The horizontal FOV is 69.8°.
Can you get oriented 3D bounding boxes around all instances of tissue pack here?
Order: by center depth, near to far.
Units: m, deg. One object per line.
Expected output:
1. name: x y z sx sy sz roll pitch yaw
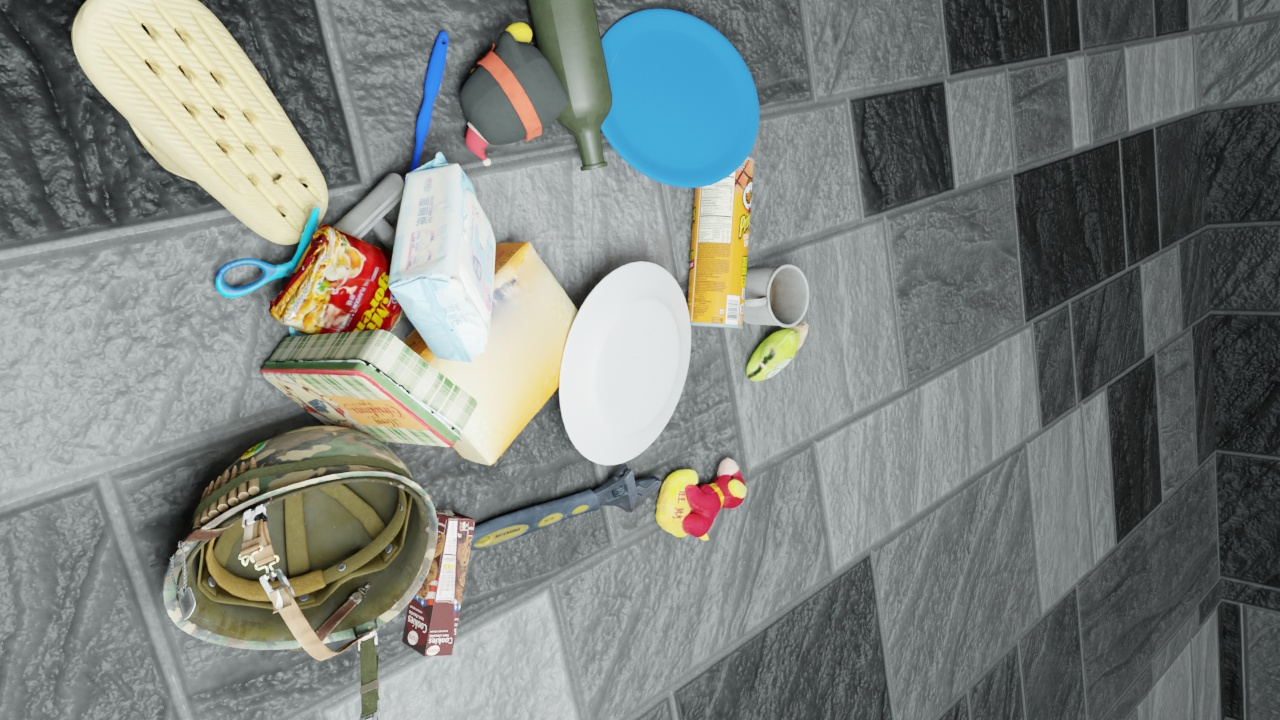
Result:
1. tissue pack: -0.182 -0.100 0.875 0.112 0.070 0.181 68 16 -52

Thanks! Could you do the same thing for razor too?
1. razor: -0.242 -0.112 0.913 0.088 0.047 0.116 -52 131 -25

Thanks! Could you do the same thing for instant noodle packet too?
1. instant noodle packet: -0.270 -0.063 0.848 0.098 0.040 0.135 -60 148 2

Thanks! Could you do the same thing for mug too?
1. mug: 0.166 -0.086 1.238 0.113 0.071 0.084 -12 101 -39

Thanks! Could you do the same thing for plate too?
1. plate: -0.006 0.006 1.070 0.241 0.016 0.243 -22 119 -48
2. plate: 0.041 -0.315 1.113 0.224 0.024 0.224 4 80 -22

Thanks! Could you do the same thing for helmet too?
1. helmet: -0.284 0.168 0.776 0.224 0.236 0.193 -36 131 -16

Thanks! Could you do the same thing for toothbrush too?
1. toothbrush: -0.221 -0.250 0.936 0.016 0.018 0.182 17 80 -40

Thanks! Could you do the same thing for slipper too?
1. slipper: -0.367 -0.204 0.777 0.111 0.079 0.261 -58 144 -21

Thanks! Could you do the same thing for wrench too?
1. wrench: -0.085 0.172 1.071 0.272 0.022 0.073 -13 130 -36

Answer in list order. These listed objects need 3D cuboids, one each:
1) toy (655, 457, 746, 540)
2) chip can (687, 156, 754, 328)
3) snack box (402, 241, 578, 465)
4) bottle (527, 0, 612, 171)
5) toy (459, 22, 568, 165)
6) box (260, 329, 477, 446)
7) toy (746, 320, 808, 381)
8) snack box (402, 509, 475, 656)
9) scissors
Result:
1. toy: 0.081 0.186 1.198 0.137 0.067 0.105 -15 107 -31
2. chip can: 0.101 -0.150 1.175 0.075 0.075 0.215 2 92 -40
3. snack box: -0.150 -0.010 0.969 0.194 0.081 0.145 -51 124 -25
4. bottle: -0.072 -0.316 1.017 0.071 0.072 0.207 -22 108 -37
5. toy: -0.140 -0.271 0.952 0.119 0.099 0.097 -35 162 -8
6. box: -0.245 0.026 0.812 0.117 0.206 0.050 44 60 -36
7. toy: 0.193 -0.018 1.263 0.046 0.092 0.115 45 49 8
8. snack box: -0.211 0.230 0.958 0.031 0.051 0.141 12 86 -40
9. scissors: -0.321 -0.080 0.836 0.134 0.012 0.134 7 115 -34
